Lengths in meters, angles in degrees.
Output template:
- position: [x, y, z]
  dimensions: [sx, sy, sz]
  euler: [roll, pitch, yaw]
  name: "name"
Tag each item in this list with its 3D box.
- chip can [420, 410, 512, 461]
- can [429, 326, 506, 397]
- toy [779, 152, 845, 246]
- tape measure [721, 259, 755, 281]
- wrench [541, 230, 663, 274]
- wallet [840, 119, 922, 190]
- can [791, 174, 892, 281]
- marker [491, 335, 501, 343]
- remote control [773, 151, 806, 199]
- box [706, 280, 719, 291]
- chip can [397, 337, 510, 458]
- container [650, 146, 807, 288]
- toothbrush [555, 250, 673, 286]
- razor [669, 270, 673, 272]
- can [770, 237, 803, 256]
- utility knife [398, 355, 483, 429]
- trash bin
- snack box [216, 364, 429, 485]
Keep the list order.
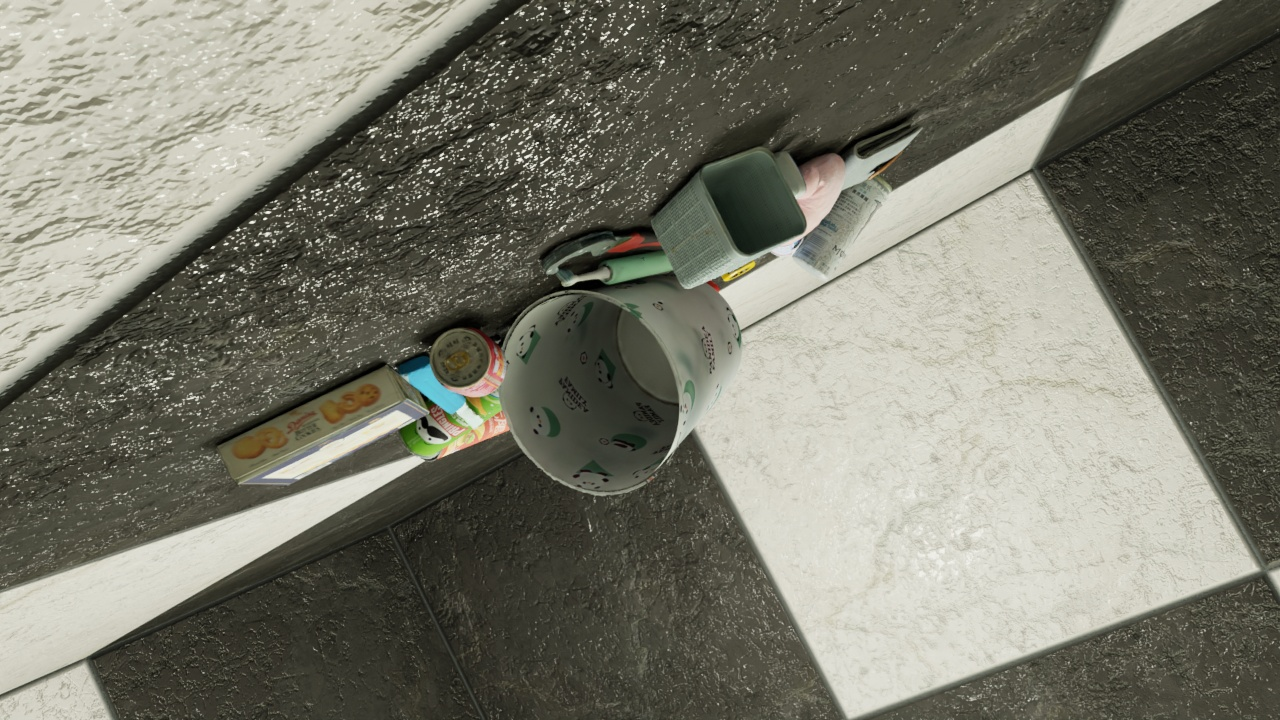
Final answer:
- position: [-0.257, 0.093, 1.417]
  dimensions: [0.073, 0.073, 0.216]
  euler: [-31, 174, 36]
  name: "chip can"
- position: [-0.175, 0.002, 0.932]
  dimensions: [0.066, 0.066, 0.094]
  euler: [-28, 175, -2]
  name: "can"
- position: [0.174, -0.175, 1.001]
  dimensions: [0.121, 0.054, 0.159]
  euler: [-53, 168, 18]
  name: "toy"
- position: [0.145, -0.145, 1.388]
  dimensions: [0.057, 0.029, 0.060]
  euler: [-29, 175, 7]
  name: "tape measure"
- position: [-0.006, -0.116, 0.919]
  dimensions: [0.056, 0.016, 0.272]
  euler: [-31, 174, 32]
  name: "wrench"
- position: [0.265, -0.232, 1.090]
  dimensions: [0.106, 0.037, 0.130]
  euler: [-25, 175, -20]
  name: "wallet"
- position: [0.262, -0.177, 1.197]
  dimensions: [0.147, 0.058, 0.058]
  euler: [-54, 173, 4]
  name: "can"
- position: [-0.202, 0.001, 1.091]
  dimensions: [0.124, 0.015, 0.018]
  euler: [-35, 173, 40]
  name: "marker"
- position: [0.109, -0.159, 0.922]
  dimensions: [0.024, 0.049, 0.125]
  euler: [-20, 170, -45]
  name: "remote control"
- position: [0.012, -0.071, 1.380]
  dimensions: [0.200, 0.100, 0.110]
  euler: [-22, 138, -40]
  name: "box"
- position: [-0.219, 0.050, 1.176]
  dimensions: [0.237, 0.072, 0.072]
  euler: [-32, 174, 36]
  name: "chip can"
- position: [0.076, -0.128, 0.855]
  dimensions: [0.090, 0.090, 0.112]
  euler: [-25, 178, -31]
  name: "container"
- position: [-0.020, -0.098, 0.984]
  dimensions: [0.027, 0.027, 0.223]
  euler: [-46, 167, 30]
  name: "toothbrush"
- position: [0.095, -0.138, 1.238]
  dimensions: [0.142, 0.022, 0.042]
  euler: [-23, -142, -13]
  name: "razor"
- position: [0.189, -0.170, 1.217]
  dimensions: [0.053, 0.053, 0.134]
  euler: [-29, 175, 9]
  name: "can"
- position: [-0.219, 0.044, 1.050]
  dimensions: [0.034, 0.018, 0.234]
  euler: [-31, 159, -4]
  name: "utility knife"
- position: [-0.006, 0.006, 1.093]
  dimensions: [0.230, 0.229, 0.251]
  euler: [-30, 180, 30]
  name: "trash bin"
- position: [-0.325, 0.073, 0.972]
  dimensions: [0.177, 0.046, 0.183]
  euler: [-27, 175, -9]
  name: "snack box"
